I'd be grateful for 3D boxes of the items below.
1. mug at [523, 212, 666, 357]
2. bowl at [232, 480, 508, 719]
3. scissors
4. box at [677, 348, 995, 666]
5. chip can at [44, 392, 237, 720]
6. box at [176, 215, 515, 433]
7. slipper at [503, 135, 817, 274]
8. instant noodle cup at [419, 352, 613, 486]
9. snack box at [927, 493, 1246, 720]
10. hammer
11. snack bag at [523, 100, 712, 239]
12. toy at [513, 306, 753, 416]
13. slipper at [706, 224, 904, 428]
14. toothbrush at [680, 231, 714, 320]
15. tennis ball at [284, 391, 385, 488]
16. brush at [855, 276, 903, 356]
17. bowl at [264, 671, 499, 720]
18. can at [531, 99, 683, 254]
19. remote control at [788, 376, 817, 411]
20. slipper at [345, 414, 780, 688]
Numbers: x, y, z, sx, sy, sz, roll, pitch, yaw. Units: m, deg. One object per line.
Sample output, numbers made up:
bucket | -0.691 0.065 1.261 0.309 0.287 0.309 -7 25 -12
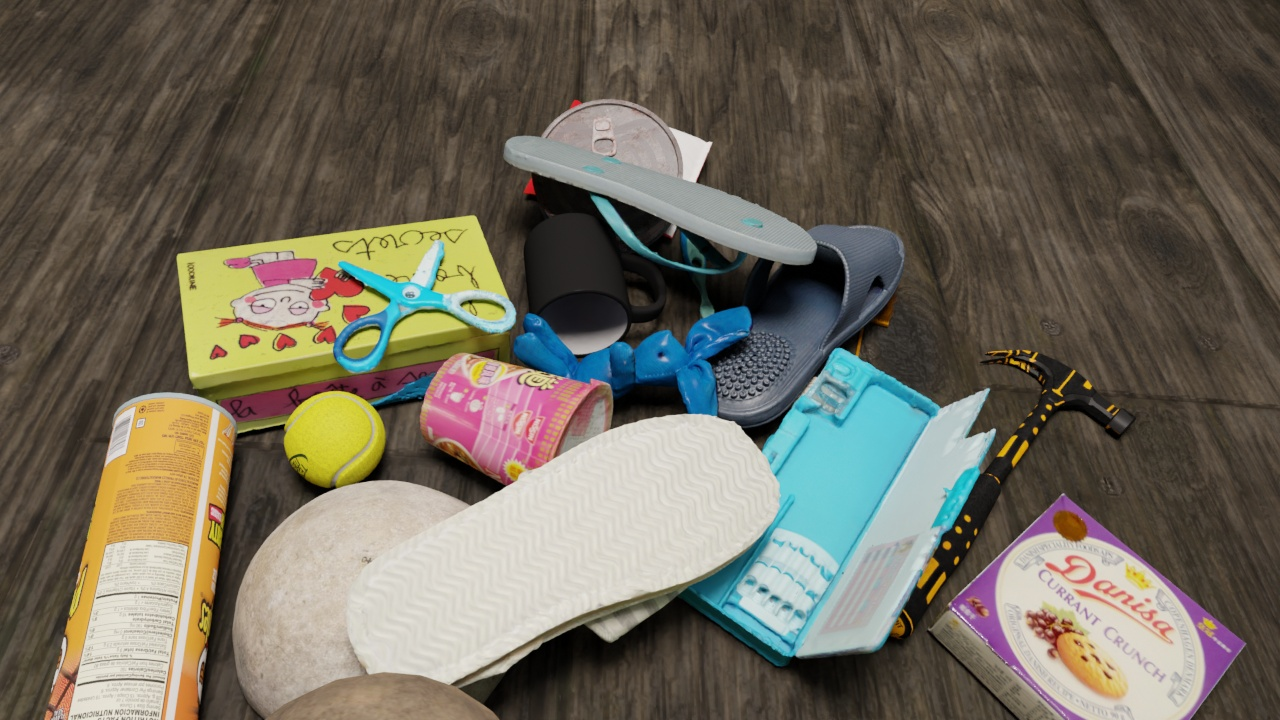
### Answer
mug | -0.035 -0.060 0.738 0.113 0.078 0.087 3 50 -17
bowl | -0.159 0.137 0.552 0.178 0.081 0.178 3 50 -4
scissors | -0.159 -0.036 0.639 0.134 0.011 0.139 26 52 8
box | 0.146 0.097 0.616 0.170 0.086 0.226 10 49 43
chip can | -0.290 0.126 0.542 0.075 0.075 0.214 -3 51 -11
box | -0.213 -0.030 0.681 0.220 0.083 0.124 -11 53 -16
slipper | 0.013 -0.119 0.738 0.269 0.055 0.098 24 30 16
instant noodle cup | -0.089 0.044 0.637 0.109 0.098 0.097 19 50 17
snack box | 0.294 0.183 0.609 0.147 0.041 0.143 -31 61 -29
hammer | 0.259 0.090 0.689 0.123 0.036 0.319 37 52 22
snack bag | -0.018 -0.185 0.865 0.144 0.039 0.130 18 59 6
toy | -0.004 0.004 0.677 0.176 0.071 0.112 2 39 0
slipper | 0.127 -0.055 0.743 0.101 0.083 0.262 19 50 34
toothbrush | 0.051 -0.080 0.809 0.022 0.017 0.135 1 48 -8
tennis ball | -0.206 0.054 0.622 0.065 0.066 0.065 4 50 -5
brush | 0.201 -0.054 0.807 0.048 0.017 0.126 17 50 6
bowl | -0.124 0.220 0.445 0.162 0.162 0.070 6 25 -4
can | -0.028 -0.159 0.804 0.130 0.044 0.130 0 78 1
remote control | 0.130 0.066 0.697 0.038 0.018 0.125 12 51 1
slipper | -0.038 0.111 0.541 0.272 0.054 0.114 -19 74 -27
